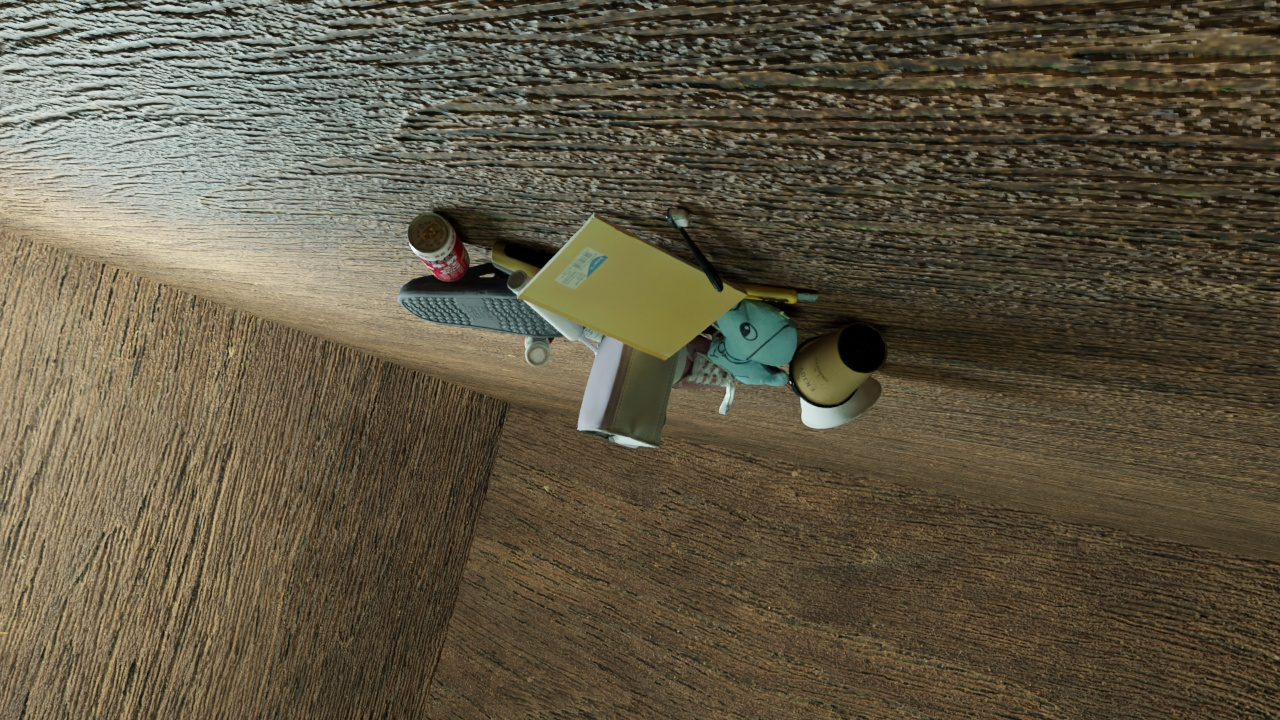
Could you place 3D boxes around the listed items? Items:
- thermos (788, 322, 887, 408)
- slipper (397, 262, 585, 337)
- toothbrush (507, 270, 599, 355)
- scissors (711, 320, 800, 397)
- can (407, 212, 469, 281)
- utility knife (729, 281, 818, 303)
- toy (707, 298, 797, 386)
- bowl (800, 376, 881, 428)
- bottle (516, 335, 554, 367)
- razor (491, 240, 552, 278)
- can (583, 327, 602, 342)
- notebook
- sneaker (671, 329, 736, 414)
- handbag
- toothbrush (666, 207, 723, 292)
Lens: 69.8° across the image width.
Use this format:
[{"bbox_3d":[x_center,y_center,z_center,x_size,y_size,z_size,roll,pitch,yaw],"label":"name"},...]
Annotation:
[{"bbox_3d":[0.239,0.003,1.104,0.093,0.093,0.143,15,165,-5],"label":"thermos"},{"bbox_3d":[-0.192,-0.094,1.213,0.268,0.083,0.111,4,155,18],"label":"slipper"},{"bbox_3d":[-0.095,-0.049,1.150,0.027,0.026,0.221,-7,153,26],"label":"toothbrush"},{"bbox_3d":[0.143,-0.012,1.214,0.189,0.015,0.224,37,-178,13],"label":"scissors"},{"bbox_3d":[-0.244,-0.136,1.112,0.053,0.053,0.133,15,172,1],"label":"can"},{"bbox_3d":[0.116,-0.076,1.017,0.178,0.015,0.033,9,170,33],"label":"utility knife"},{"bbox_3d":[0.137,-0.023,1.103,0.161,0.049,0.157,39,144,-22],"label":"toy"},{"bbox_3d":[0.265,0.034,1.268,0.118,0.118,0.065,2,127,58],"label":"bowl"},{"bbox_3d":[-0.150,-0.040,1.314,0.059,0.060,0.206,17,-164,-13],"label":"bottle"},{"bbox_3d":[-0.101,-0.105,1.114,0.167,0.062,0.068,21,141,-4],"label":"razor"},{"bbox_3d":[-0.059,-0.057,1.302,0.146,0.058,0.058,18,171,-22],"label":"can"},{"bbox_3d":[-0.007,-0.071,0.987,0.206,0.010,0.146,22,136,-31],"label":"notebook"},{"bbox_3d":[0.095,0.009,1.311,0.088,0.118,0.240,21,-174,28],"label":"sneaker"},{"bbox_3d":[-0.007,0.007,1.156,0.098,0.197,0.145,18,172,-19],"label":"handbag"},{"bbox_3d":[0.059,-0.104,0.893,0.018,0.015,0.181,1,162,19],"label":"toothbrush"}]
